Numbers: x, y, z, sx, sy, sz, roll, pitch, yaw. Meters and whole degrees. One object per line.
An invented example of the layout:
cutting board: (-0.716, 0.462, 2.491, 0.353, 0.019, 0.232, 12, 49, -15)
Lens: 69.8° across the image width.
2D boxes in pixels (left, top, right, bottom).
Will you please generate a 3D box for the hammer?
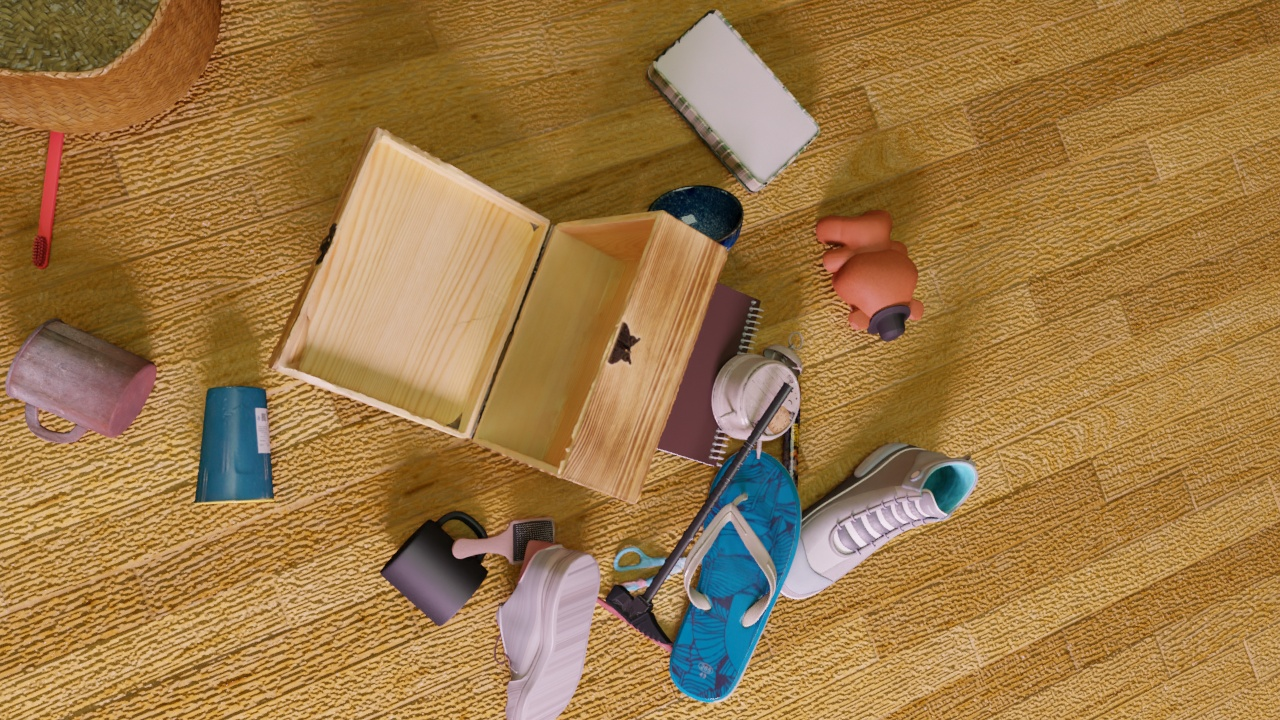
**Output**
hammer: (0.083, 0.166, 1.034, 0.095, 0.015, 0.325, 34, 92, 34)

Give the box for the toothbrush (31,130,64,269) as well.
toothbrush: (-0.627, -0.203, 0.976, 0.012, 0.018, 0.212, 5, 86, -11)

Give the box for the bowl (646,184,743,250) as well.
bowl: (0.066, -0.150, 1.086, 0.114, 0.061, 0.114, -5, 46, 5)

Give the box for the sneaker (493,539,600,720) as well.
sneaker: (-0.119, 0.305, 1.022, 0.099, 0.089, 0.236, 0, 109, -53)

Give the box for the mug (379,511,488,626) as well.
mug: (-0.216, 0.220, 1.012, 0.088, 0.078, 0.113, 44, 52, -6)

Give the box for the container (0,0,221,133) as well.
container: (-0.575, -0.385, 0.904, 0.306, 0.197, 0.307, 1, 85, -12)

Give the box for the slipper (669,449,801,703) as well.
slipper: (0.108, 0.245, 1.054, 0.118, 0.060, 0.294, 16, 80, 13)

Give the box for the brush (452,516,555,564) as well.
brush: (-0.147, 0.203, 1.017, 0.135, 0.015, 0.050, 3, 84, -43)

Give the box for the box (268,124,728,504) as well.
box: (-0.155, -0.053, 0.937, 0.336, 0.287, 0.279, 23, 82, -29)

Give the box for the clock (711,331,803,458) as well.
clock: (0.153, 0.029, 1.086, 0.103, 0.061, 0.156, 45, 70, -29)

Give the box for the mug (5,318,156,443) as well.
mug: (-0.575, 0.034, 0.941, 0.110, 0.096, 0.123, 27, 101, -5)

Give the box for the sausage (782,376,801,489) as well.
sausage: (0.185, 0.096, 1.124, 0.020, 0.020, 0.155, 4, 86, -12)

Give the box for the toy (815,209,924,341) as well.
toy: (0.283, -0.108, 1.120, 0.112, 0.096, 0.175, -7, 60, -12)

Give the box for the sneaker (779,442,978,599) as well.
sneaker: (0.271, 0.192, 1.065, 0.256, 0.160, 0.093, -37, 94, -13)

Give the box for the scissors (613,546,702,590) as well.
scissors: (0.031, 0.237, 1.091, 0.141, 0.015, 0.076, -20, 89, -18)

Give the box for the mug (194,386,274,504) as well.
mug: (-0.429, 0.090, 0.973, 0.078, 0.078, 0.121, 0, 82, -12)

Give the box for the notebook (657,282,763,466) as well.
notebook: (0.052, 0.004, 1.078, 0.171, 0.022, 0.209, 19, 83, -27)

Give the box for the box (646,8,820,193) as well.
box: (0.112, -0.314, 1.120, 0.205, 0.051, 0.117, 45, 82, -5)

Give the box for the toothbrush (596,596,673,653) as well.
toothbrush: (-0.013, 0.308, 1.072, 0.190, 0.016, 0.016, 34, 85, -8)
